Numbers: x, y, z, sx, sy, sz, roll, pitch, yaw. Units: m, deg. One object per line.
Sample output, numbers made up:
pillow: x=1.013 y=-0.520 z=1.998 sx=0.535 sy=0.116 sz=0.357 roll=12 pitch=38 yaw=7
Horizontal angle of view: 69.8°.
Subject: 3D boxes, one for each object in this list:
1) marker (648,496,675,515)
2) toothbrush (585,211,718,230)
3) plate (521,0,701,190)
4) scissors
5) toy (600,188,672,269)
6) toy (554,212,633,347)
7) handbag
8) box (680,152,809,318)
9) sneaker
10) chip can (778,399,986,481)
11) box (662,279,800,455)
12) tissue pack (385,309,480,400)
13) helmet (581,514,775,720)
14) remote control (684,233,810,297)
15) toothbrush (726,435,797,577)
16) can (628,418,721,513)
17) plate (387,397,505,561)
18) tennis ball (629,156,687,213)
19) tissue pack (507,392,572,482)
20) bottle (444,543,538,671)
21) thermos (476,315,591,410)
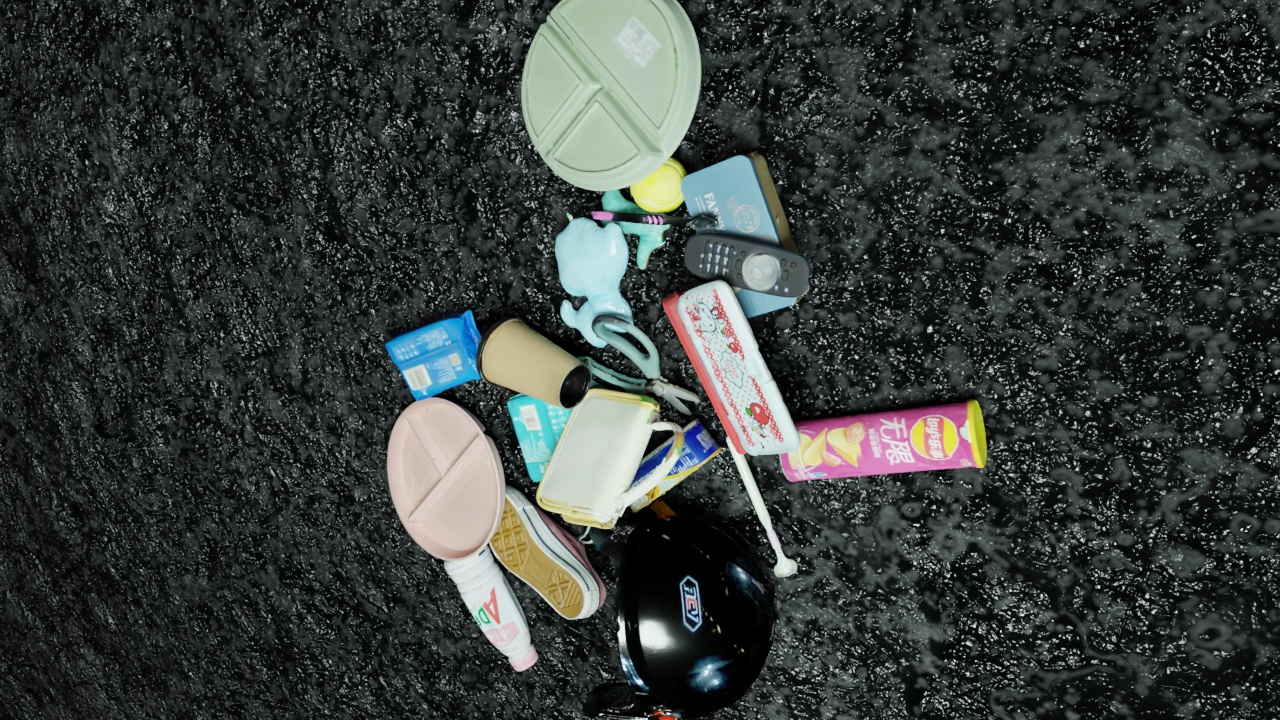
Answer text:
marker: x=0.009 y=0.175 z=1.183 sx=0.124 sy=0.015 sz=0.018 roll=45 pitch=116 yaw=7
toothbrush: x=0.006 y=-0.155 z=1.012 sx=0.189 sy=0.017 sz=0.014 roll=11 pitch=124 yaw=39
plate: x=-0.041 y=-0.300 z=0.994 sx=0.231 sy=0.027 sz=0.230 roll=2 pitch=95 yaw=31
scissors: x=-0.004 y=0.005 z=1.101 sx=0.177 sy=0.019 sz=0.172 roll=17 pitch=136 yaw=17
toy: x=-0.007 y=-0.156 z=1.064 sx=0.092 sy=0.030 sz=0.097 roll=22 pitch=122 yaw=19
toy: x=-0.058 y=-0.099 z=1.094 sx=0.162 sy=0.049 sz=0.156 roll=-30 pitch=99 yaw=44
handbag: x=-0.024 y=0.121 z=1.083 sx=0.179 sy=0.163 sz=0.063 roll=3 pitch=154 yaw=45
box: x=0.113 y=-0.140 z=0.994 sx=0.090 sy=0.063 sz=0.184 roll=-19 pitch=101 yaw=29
sneaker: x=-0.121 y=0.251 z=1.232 sx=0.241 sy=0.087 sz=0.118 roll=37 pitch=114 yaw=35
chip can: x=0.261 y=0.091 z=1.001 sx=0.211 sy=0.071 sz=0.071 roll=-9 pitch=104 yaw=28
box: x=0.093 y=0.012 z=1.016 sx=0.201 sy=0.063 sz=0.160 roll=63 pitch=165 yaw=-7
tissue pack: x=-0.265 y=-0.007 z=1.226 sx=0.157 sy=0.052 sz=0.095 roll=-18 pitch=101 yaw=29
helmet: x=0.044 y=0.299 z=1.074 sx=0.230 sy=0.275 sz=0.233 roll=-2 pitch=70 yaw=4
remote control: x=0.112 y=-0.101 z=0.959 sx=0.136 sy=0.024 sz=0.053 roll=16 pitch=112 yaw=18
toothbrush: x=0.144 y=0.176 z=1.118 sx=0.029 sy=0.020 sz=0.189 roll=-23 pitch=97 yaw=-1
can: x=0.031 y=0.130 z=1.123 sx=0.148 sy=0.074 sz=0.049 roll=-40 pitch=85 yaw=31
plate: x=-0.269 y=0.163 z=1.272 sx=0.230 sy=0.028 sz=0.229 roll=5 pitch=99 yaw=36
tennis ball: x=0.021 y=-0.195 z=1.015 sx=0.065 sy=0.065 sz=0.065 roll=9 pitch=111 yaw=22
tissue pack: x=-0.109 y=0.095 z=1.189 sx=0.093 sy=0.050 sz=0.133 roll=-9 pitch=104 yaw=26
bottle: x=-0.209 y=0.356 z=1.323 sx=0.068 sy=0.068 sz=0.197 roll=-22 pitch=100 yaw=30
thermos: x=-0.133 y=0.005 z=1.132 sx=0.143 sy=0.092 sz=0.093 roll=24 pitch=117 yaw=31
